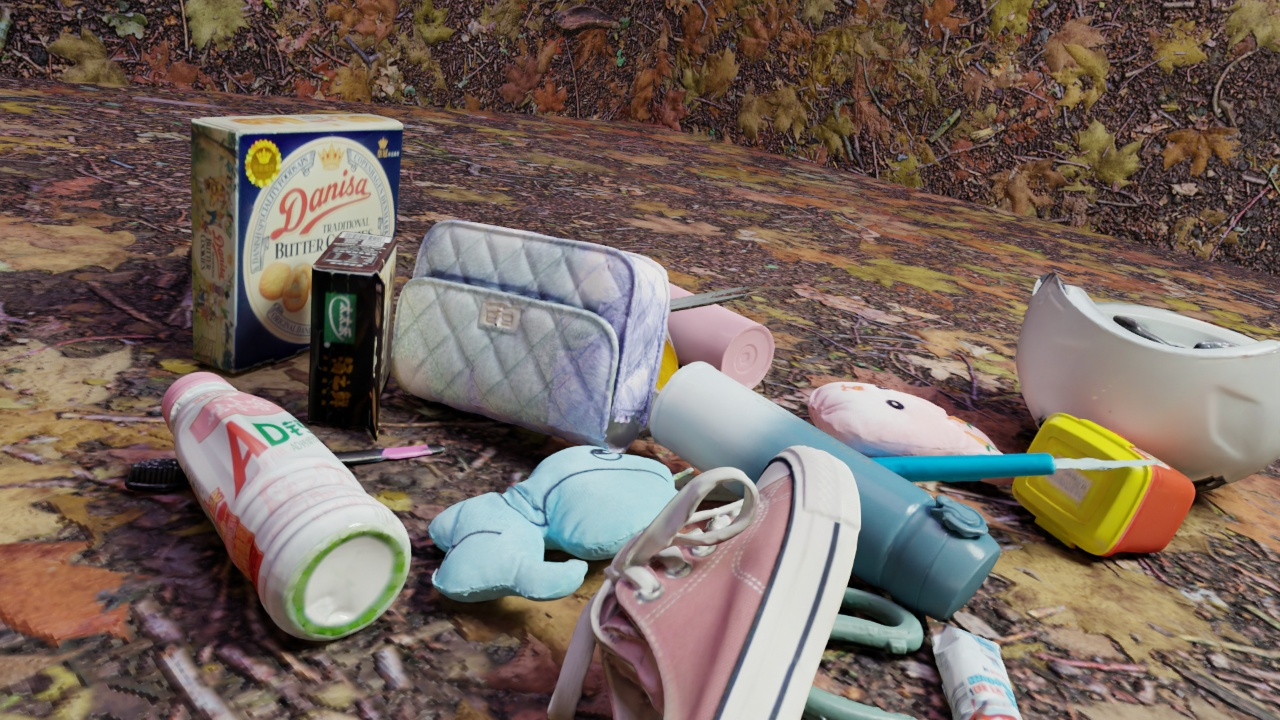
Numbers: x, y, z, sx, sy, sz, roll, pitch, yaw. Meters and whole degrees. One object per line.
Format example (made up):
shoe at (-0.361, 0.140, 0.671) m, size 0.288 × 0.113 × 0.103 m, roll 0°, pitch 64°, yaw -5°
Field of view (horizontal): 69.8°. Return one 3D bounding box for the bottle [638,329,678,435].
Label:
bottle at (-0.004, 0.004, 0.730) m, size 0.068 × 0.068 × 0.189 m, roll 7°, pitch 19°, yaw -7°

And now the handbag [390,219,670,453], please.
handbag at (-0.081, -0.022, 0.637) m, size 0.194 × 0.134 × 0.075 m, roll 12°, pitch 4°, yaw 30°

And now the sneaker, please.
sneaker at (0.025, 0.104, 0.379) m, size 0.088 × 0.118 × 0.240 m, roll 28°, pitch 37°, yaw 6°

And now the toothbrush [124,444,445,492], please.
toothbrush at (-0.206, 0.060, 0.557) m, size 0.188 × 0.018 × 0.014 m, roll -3°, pitch 33°, yaw -36°

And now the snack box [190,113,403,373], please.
snack box at (-0.266, -0.099, 0.725) m, size 0.046 × 0.183 × 0.177 m, roll 17°, pitch 21°, yaw 20°

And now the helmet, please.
helmet at (0.418, 0.026, 0.750) m, size 0.229 × 0.146 × 0.258 m, roll 21°, pitch 12°, yaw 26°

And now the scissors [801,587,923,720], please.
scissors at (0.076, 0.140, 0.459) m, size 0.175 × 0.019 × 0.175 m, roll 19°, pitch 22°, yaw 29°

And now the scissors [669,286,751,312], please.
scissors at (-0.002, -0.042, 0.727) m, size 0.170 × 0.014 × 0.151 m, roll -25°, pitch 22°, yaw -15°

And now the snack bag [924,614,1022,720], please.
snack bag at (0.162, 0.158, 0.436) m, size 0.048 × 0.026 × 0.104 m, roll 24°, pitch 21°, yaw 4°

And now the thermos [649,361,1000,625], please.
thermos at (0.104, 0.073, 0.552) m, size 0.220 × 0.070 × 0.070 m, roll 30°, pitch 28°, yaw 35°

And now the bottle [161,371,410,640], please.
bottle at (-0.192, 0.061, 0.469) m, size 0.068 × 0.068 × 0.197 m, roll -9°, pitch 28°, yaw -42°

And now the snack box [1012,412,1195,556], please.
snack box at (0.320, 0.090, 0.634) m, size 0.080 × 0.082 × 0.091 m, roll 15°, pitch 16°, yaw -27°

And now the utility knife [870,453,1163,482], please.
utility knife at (0.233, 0.072, 0.614) m, size 0.205 × 0.018 × 0.034 m, roll -7°, pitch 1°, yaw 30°

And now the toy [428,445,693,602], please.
toy at (-0.039, 0.085, 0.511) m, size 0.156 × 0.050 × 0.161 m, roll -4°, pitch 17°, yaw -14°

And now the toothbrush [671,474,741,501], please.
toothbrush at (0.095, 0.088, 0.620) m, size 0.187 × 0.016 × 0.017 m, roll 5°, pitch 12°, yaw -11°

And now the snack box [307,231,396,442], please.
snack box at (-0.198, -0.021, 0.641) m, size 0.053 × 0.113 × 0.125 m, roll 6°, pitch 19°, yaw -8°

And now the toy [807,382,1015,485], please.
toy at (0.209, 0.055, 0.715) m, size 0.159 × 0.054 × 0.121 m, roll 16°, pitch 14°, yaw -1°

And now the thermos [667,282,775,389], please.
thermos at (0.025, -0.030, 0.857) m, size 0.087 × 0.067 × 0.199 m, roll -34°, pitch 41°, yaw -26°
